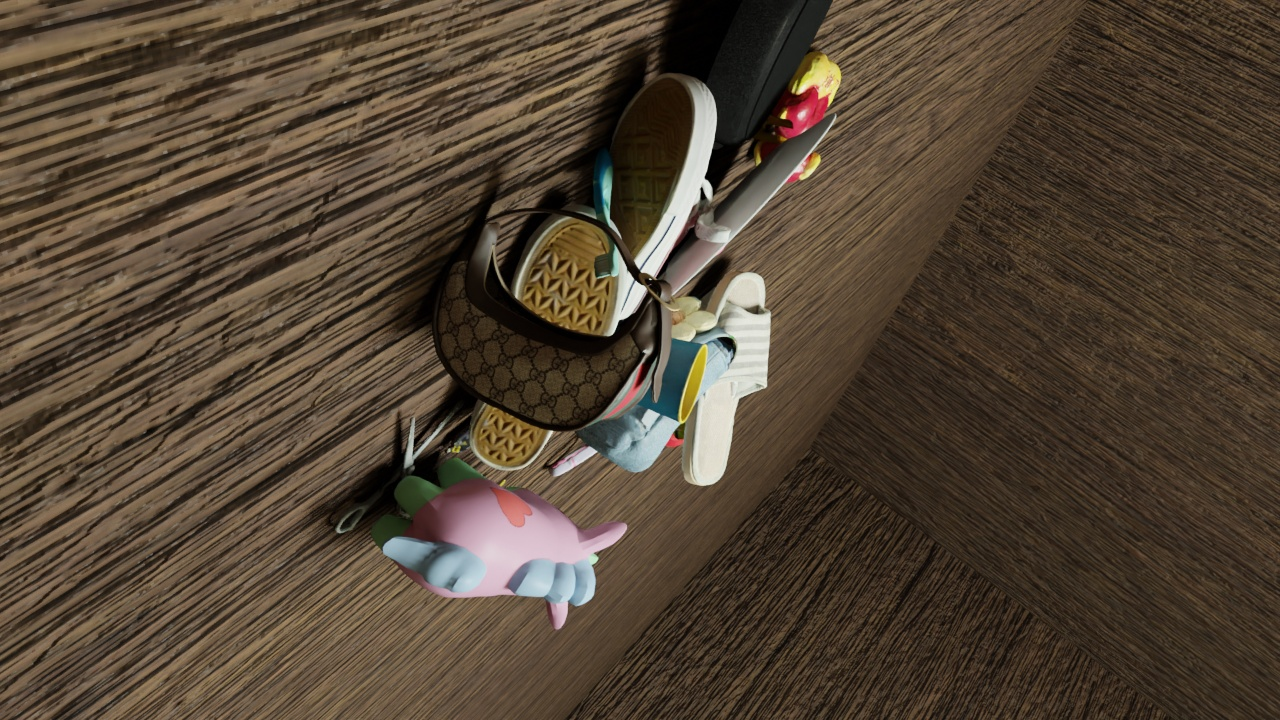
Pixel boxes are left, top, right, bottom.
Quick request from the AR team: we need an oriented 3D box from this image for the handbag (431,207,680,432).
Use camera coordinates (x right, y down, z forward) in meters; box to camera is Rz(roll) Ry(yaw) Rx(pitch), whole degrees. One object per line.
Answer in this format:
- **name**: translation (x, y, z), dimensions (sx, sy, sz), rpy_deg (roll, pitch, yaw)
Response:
- **handbag**: translation (-0.055, -0.029, 0.613), dimensions (0.063, 0.166, 0.138), rpy_deg (-19, 130, -64)

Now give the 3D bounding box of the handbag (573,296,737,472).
- **handbag**: translation (0.005, 0.013, 0.970), dimensions (0.191, 0.122, 0.119), rpy_deg (-46, 145, -15)

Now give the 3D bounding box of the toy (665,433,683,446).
- **toy**: translation (0.055, 0.097, 1.262), dimensions (0.132, 0.094, 0.088), rpy_deg (-39, -172, -32)

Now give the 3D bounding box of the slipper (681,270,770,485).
- **slipper**: translation (0.108, 0.025, 1.130), dimensions (0.114, 0.054, 0.273), rpy_deg (8, 97, -47)

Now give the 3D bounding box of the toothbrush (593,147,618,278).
- **toothbrush**: translation (-0.027, -0.109, 0.663), dimensions (0.017, 0.135, 0.022), rpy_deg (-16, 139, 13)

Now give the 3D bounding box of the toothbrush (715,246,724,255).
- **toothbrush**: translation (0.061, -0.115, 1.020), dimensions (0.135, 0.016, 0.021), rpy_deg (-33, 153, -54)

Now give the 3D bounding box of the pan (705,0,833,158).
- **pan**: translation (0.087, -0.217, 0.779), dimensions (0.203, 0.044, 0.357), rpy_deg (-56, 173, -41)

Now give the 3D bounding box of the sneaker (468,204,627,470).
- **sneaker**: translation (-0.075, -0.021, 0.747), dimensions (0.079, 0.087, 0.236), rpy_deg (-91, -157, -63)

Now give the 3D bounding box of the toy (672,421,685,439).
- **toy**: translation (0.075, 0.045, 1.175), dimensions (0.117, 0.043, 0.092), rpy_deg (-55, 154, -14)

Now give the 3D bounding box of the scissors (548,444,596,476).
- **scissors**: translation (-0.025, 0.090, 1.074), dimensions (0.170, 0.014, 0.169), rpy_deg (-29, -173, -26)

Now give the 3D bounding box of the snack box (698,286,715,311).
- **snack box**: translation (0.052, -0.002, 1.173), dimensions (0.144, 0.042, 0.145), rpy_deg (-41, 160, -34)

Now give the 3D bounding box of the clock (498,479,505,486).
- **clock**: translation (-0.169, 0.166, 0.900), dimensions (0.118, 0.057, 0.083), rpy_deg (-36, 157, -46)

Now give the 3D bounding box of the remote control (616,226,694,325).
- **remote control**: translation (0.016, -0.092, 0.933), dimensions (0.151, 0.020, 0.041), rpy_deg (-47, 164, -23)

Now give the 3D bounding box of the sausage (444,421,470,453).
- **sausage**: translation (-0.120, 0.040, 0.839), dimensions (0.154, 0.020, 0.020), rpy_deg (-39, 159, -38)

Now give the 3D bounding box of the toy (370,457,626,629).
- **toy**: translation (-0.120, 0.159, 0.773), dimensions (0.120, 0.171, 0.222), rpy_deg (-57, 171, 10)

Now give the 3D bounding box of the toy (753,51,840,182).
- **toy**: translation (0.163, -0.247, 0.943), dimensions (0.105, 0.067, 0.138), rpy_deg (-24, 139, -51)

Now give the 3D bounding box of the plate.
- **plate**: translation (0.084, -0.139, 0.840), dimensions (0.242, 0.016, 0.242), rpy_deg (-47, -174, 6)

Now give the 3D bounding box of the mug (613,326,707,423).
- **mug**: translation (-0.005, 0.005, 0.877), dimensions (0.078, 0.121, 0.078), rpy_deg (18, 89, -76)

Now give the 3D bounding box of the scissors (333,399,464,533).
- **scissors**: translation (-0.196, 0.097, 0.764), dimensions (0.141, 0.014, 0.175), rpy_deg (-44, 164, -26)

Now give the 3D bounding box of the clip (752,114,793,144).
- **clip**: translation (0.114, -0.229, 0.881), dimensions (0.048, 0.054, 0.045), rpy_deg (-4, 113, -39)

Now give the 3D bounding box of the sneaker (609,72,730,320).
- **sneaker**: translation (0.018, -0.123, 0.740), dimensions (0.087, 0.118, 0.242), rpy_deg (-15, 150, -32)
